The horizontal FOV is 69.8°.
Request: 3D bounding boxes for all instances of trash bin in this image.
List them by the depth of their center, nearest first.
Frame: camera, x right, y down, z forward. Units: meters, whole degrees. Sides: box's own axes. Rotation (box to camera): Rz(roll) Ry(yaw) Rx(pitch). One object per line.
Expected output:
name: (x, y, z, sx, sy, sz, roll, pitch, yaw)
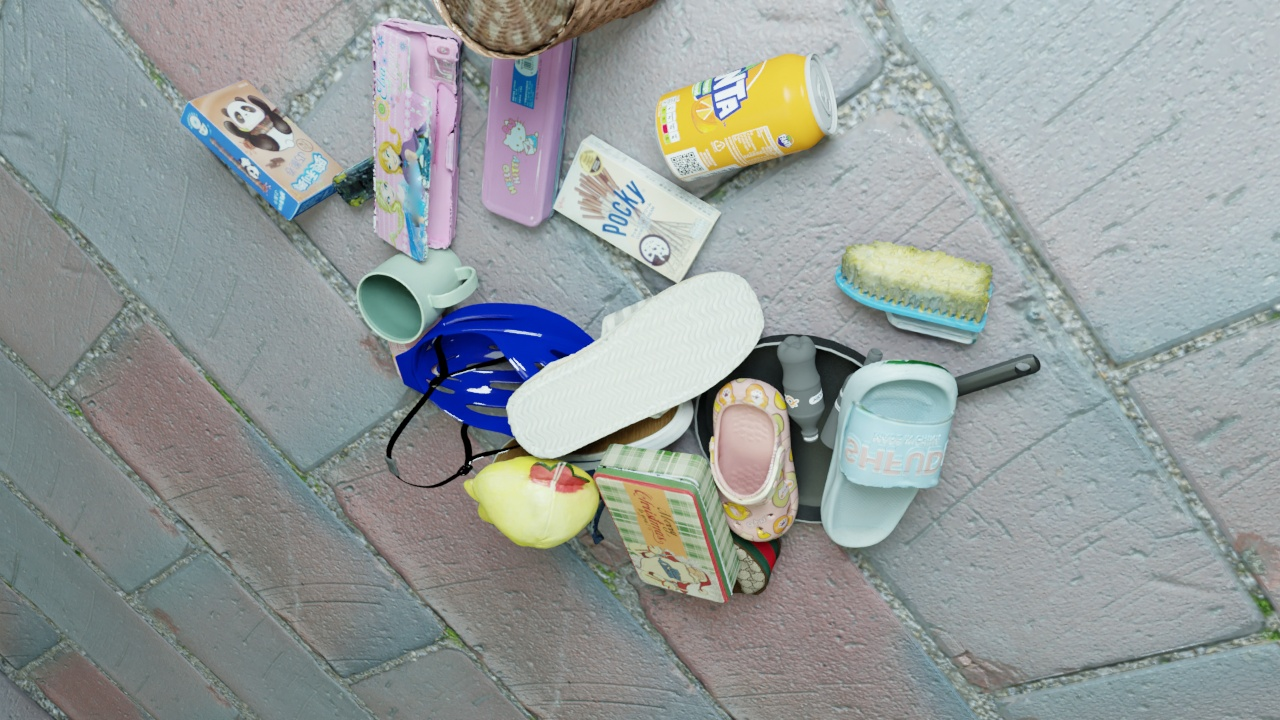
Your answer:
trash bin: (-0.059, -0.321, 0.691, 0.151, 0.209, 0.151, 11, 124, 17)

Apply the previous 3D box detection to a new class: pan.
pan: (0.219, 0.052, 0.918, 0.357, 0.034, 0.225, -23, 109, 33)

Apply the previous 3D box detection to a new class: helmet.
helmet: (-0.158, 0.041, 0.958, 0.242, 0.227, 0.148, 7, 131, 17)

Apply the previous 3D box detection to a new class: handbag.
handbag: (0.076, 0.211, 1.073, 0.166, 0.063, 0.139, 38, 138, -4)

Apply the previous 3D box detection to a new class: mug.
mug: (-0.230, -0.079, 0.990, 0.111, 0.103, 0.084, 2, 121, 24)

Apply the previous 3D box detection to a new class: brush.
brush: (0.242, -0.060, 0.826, 0.136, 0.055, 0.075, 15, 147, 15)

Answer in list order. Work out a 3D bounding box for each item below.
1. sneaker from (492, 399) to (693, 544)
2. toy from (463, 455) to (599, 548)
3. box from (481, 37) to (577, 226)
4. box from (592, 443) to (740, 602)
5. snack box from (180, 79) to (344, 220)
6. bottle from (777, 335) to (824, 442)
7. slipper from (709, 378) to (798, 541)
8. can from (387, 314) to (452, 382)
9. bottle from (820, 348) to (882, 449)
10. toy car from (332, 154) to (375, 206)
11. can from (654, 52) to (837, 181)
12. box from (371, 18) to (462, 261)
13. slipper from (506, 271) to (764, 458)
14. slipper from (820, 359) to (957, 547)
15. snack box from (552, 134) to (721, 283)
sneaker: (-0.038, 0.117, 1.047, 0.295, 0.120, 0.127, -27, 130, 37)
toy: (-0.117, 0.151, 0.972, 0.133, 0.092, 0.208, 13, 165, -18)
box: (-0.108, -0.233, 0.882, 0.076, 0.036, 0.215, 22, 127, 14)
box: (0.031, 0.174, 0.965, 0.118, 0.050, 0.206, 6, 137, 23)
snack box: (-0.400, -0.227, 0.982, 0.151, 0.087, 0.034, 43, 129, -7)
bottle: (0.157, 0.030, 0.887, 0.036, 0.036, 0.110, -1, 119, 25)
slipper: (0.107, 0.115, 0.940, 0.093, 0.081, 0.197, 6, 121, 23)
can: (-0.257, -0.020, 1.064, 0.067, 0.067, 0.076, 4, 122, 22)
bottle: (0.204, 0.035, 0.873, 0.030, 0.030, 0.113, 23, 127, 9)
toy car: (-0.288, -0.199, 0.985, 0.090, 0.027, 0.039, -23, 119, 17)
can: (0.088, -0.207, 0.781, 0.143, 0.078, 0.079, -10, 116, 29)
box: (-0.227, -0.210, 0.910, 0.084, 0.076, 0.231, 9, 126, -4)
slipper: (-0.005, 0.005, 0.905, 0.272, 0.054, 0.114, -31, 91, -1)
slipper: (0.232, 0.100, 0.859, 0.104, 0.074, 0.246, 1, 130, -7)
snack box: (-0.005, -0.147, 0.895, 0.150, 0.026, 0.082, 31, 129, 2)
